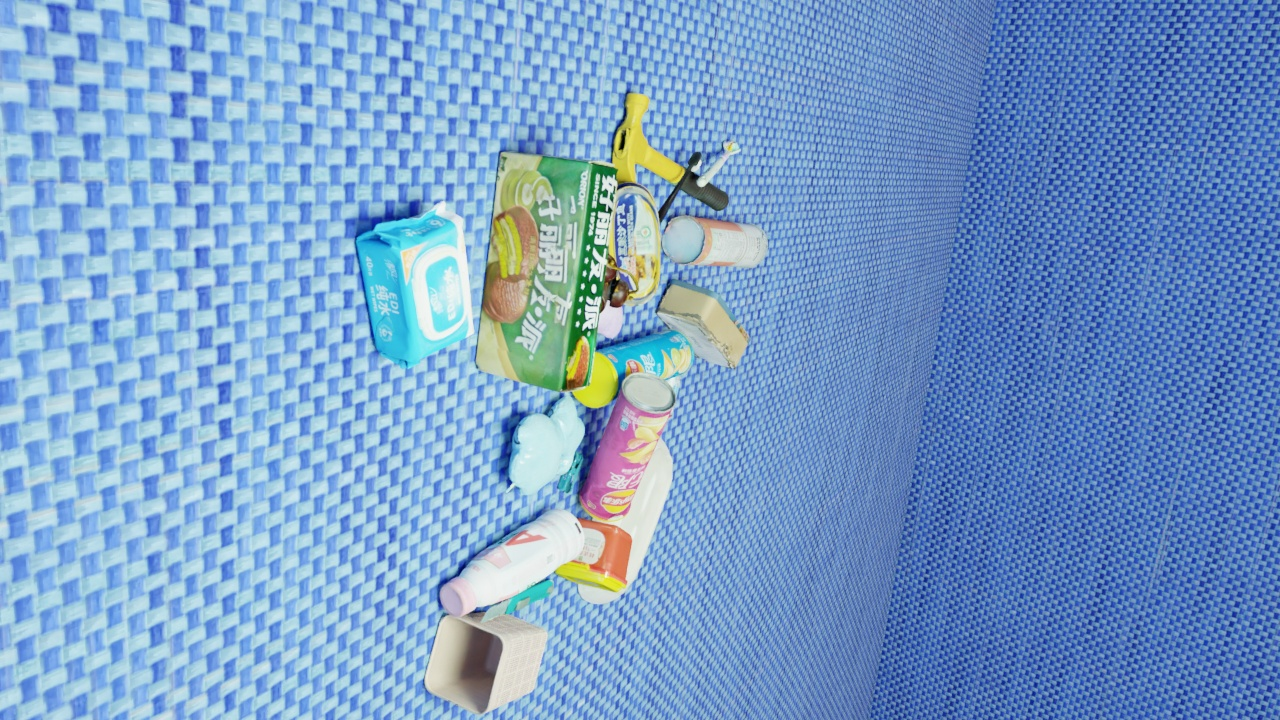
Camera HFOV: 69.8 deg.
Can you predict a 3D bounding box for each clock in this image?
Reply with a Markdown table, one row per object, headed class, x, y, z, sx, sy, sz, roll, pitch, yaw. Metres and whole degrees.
| class | x | y | z | sx | sy | sz | roll | pitch | yaw |
| --- | --- | --- | --- | --- | --- | --- | --- | --- | --- |
| clock | -0.059 | -0.091 | 1.038 | 0.082 | 0.122 | 0.055 | 59 | 39 | -51 |

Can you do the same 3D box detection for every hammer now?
| class | x | y | z | sx | sy | sz | roll | pitch | yaw |
| --- | --- | --- | --- | --- | --- | --- | --- | --- | --- |
| hammer | 0.047 | -0.251 | 1.242 | 0.300 | 0.033 | 0.129 | 10 | 93 | -61 |

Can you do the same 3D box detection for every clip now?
| class | x | y | z | sx | sy | sz | roll | pitch | yaw |
| --- | --- | --- | --- | --- | --- | --- | --- | --- | --- |
| clip | -0.090 | 0.144 | 1.188 | 0.042 | 0.014 | 0.056 | 35 | 71 | -60 |

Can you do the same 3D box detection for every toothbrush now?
| class | x | y | z | sx | sy | sz | roll | pitch | yaw |
| --- | --- | --- | --- | --- | --- | --- | --- | --- | --- |
| toothbrush | 0.040 | -0.208 | 1.196 | 0.180 | 0.016 | 0.018 | -59 | 155 | -29 |
| toothbrush | 0.109 | -0.280 | 1.303 | 0.020 | 0.029 | 0.189 | -66 | 174 | 33 |

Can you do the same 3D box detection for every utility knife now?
| class | x | y | z | sx | sy | sz | roll | pitch | yaw |
| --- | --- | --- | --- | --- | --- | --- | --- | --- | --- |
| utility knife | -0.144 | 0.292 | 1.113 | 0.029 | 0.013 | 0.215 | -69 | 163 | 2 |

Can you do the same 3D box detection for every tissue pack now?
| class | x | y | z | sx | sy | sz | roll | pitch | yaw |
| --- | --- | --- | --- | --- | --- | --- | --- | --- | --- |
| tissue pack | -0.203 | -0.070 | 0.847 | 0.089 | 0.063 | 0.140 | -36 | 132 | -50 |

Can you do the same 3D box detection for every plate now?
| class | x | y | z | sx | sy | sz | roll | pitch | yaw |
| --- | --- | --- | --- | --- | --- | --- | --- | --- | --- |
| plate | -0.013 | 0.229 | 1.336 | 0.162 | 0.034 | 0.265 | 47 | 61 | -56 |

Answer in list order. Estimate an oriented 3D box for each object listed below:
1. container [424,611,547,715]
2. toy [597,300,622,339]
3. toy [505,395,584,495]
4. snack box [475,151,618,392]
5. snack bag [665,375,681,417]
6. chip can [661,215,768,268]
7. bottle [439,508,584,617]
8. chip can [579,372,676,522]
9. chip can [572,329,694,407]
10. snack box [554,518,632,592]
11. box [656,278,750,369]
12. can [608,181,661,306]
| class | x | y | z | sx | sy | sz | roll | pitch | yaw |
| --- | --- | --- | --- | --- | --- | --- | --- | --- | --- |
| container | -0.172 | 0.340 | 1.054 | 0.110 | 0.090 | 0.090 | 18 | 86 | -64 |
| toy | -0.051 | -0.057 | 1.141 | 0.108 | 0.039 | 0.084 | 3 | 83 | -66 |
| toy | -0.114 | 0.105 | 1.094 | 0.162 | 0.050 | 0.155 | 78 | 30 | -50 |
| snack box | -0.100 | -0.094 | 0.967 | 0.063 | 0.115 | 0.240 | -8 | 110 | -60 |
| snack bag | 0.040 | 0.047 | 1.361 | 0.048 | 0.026 | 0.104 | 13 | 89 | -67 |
| chip can | 0.113 | -0.173 | 1.351 | 0.214 | 0.071 | 0.071 | -8 | 109 | -59 |
| bottle | -0.149 | 0.238 | 1.074 | 0.196 | 0.068 | 0.068 | -23 | 121 | -51 |
| chip can | -0.019 | 0.112 | 1.161 | 0.071 | 0.071 | 0.211 | -40 | 158 | -47 |
| chip can | -0.007 | 0.007 | 1.216 | 0.209 | 0.071 | 0.071 | -17 | 117 | -57 |
| snack box | -0.060 | 0.255 | 1.212 | 0.082 | 0.091 | 0.080 | 48 | 54 | -57 |
| box | 0.092 | -0.053 | 1.347 | 0.061 | 0.090 | 0.184 | -62 | 150 | -13 |
| can | -0.011 | -0.142 | 1.123 | 0.049 | 0.074 | 0.148 | -94 | -178 | -74 |
